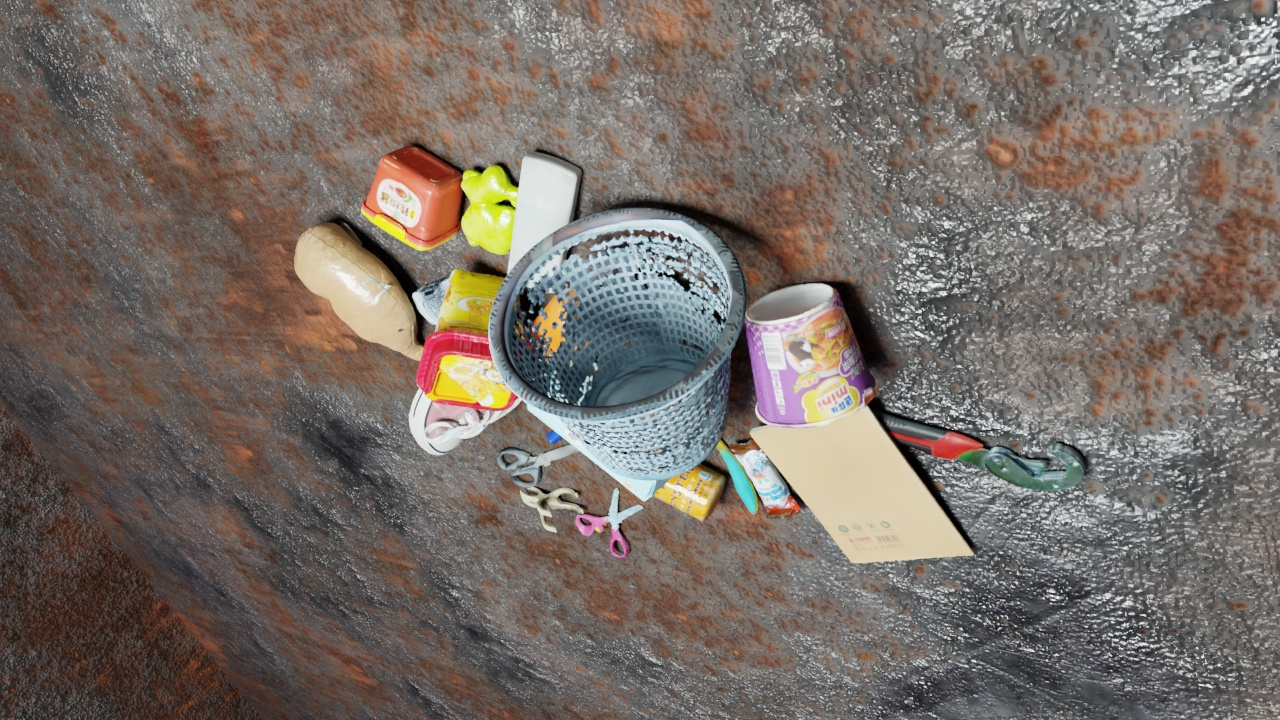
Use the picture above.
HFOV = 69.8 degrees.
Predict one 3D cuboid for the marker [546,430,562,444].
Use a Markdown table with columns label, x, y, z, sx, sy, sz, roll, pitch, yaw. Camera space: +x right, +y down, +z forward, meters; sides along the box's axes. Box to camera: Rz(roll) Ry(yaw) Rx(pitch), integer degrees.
| label | x | y | z | sx | sy | sz | roll | pitch | yaw |
| --- | --- | --- | --- | --- | --- | --- | --- | --- | --- |
| marker | -0.074 | 0.068 | 1.103 | 0.017 | 0.016 | 0.146 | 45 | 139 | -6 |

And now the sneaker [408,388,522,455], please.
| label | x | y | z | sx | sy | sz | roll | pitch | yaw |
| --- | --- | --- | --- | --- | --- | --- | --- | --- | --- |
| sneaker | -0.219 | 0.055 | 1.137 | 0.088 | 0.118 | 0.242 | 49 | 137 | 21 |

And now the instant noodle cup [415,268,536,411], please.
| label | x | y | z | sx | sy | sz | roll | pitch | yaw |
| --- | --- | --- | --- | --- | --- | --- | --- | --- | --- |
| instant noodle cup | -0.177 | -0.025 | 1.000 | 0.116 | 0.123 | 0.116 | 9 | 141 | -17 |

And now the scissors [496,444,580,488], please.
| label | x | y | z | sx | sy | sz | roll | pitch | yaw |
| --- | --- | --- | --- | --- | --- | --- | --- | --- | --- |
| scissors | -0.119 | 0.135 | 1.203 | 0.175 | 0.014 | 0.133 | 11 | 131 | 26 |

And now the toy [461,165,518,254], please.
| label | x | y | z | sx | sy | sz | roll | pitch | yaw |
| --- | --- | --- | --- | --- | --- | --- | --- | --- | --- |
| toy | -0.153 | -0.152 | 0.953 | 0.097 | 0.031 | 0.100 | -2 | 125 | 33 |

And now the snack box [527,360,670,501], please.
| label | x | y | z | sx | sy | sz | roll | pitch | yaw |
| --- | --- | --- | --- | --- | --- | --- | --- | --- | --- |
| snack box | -0.034 | 0.069 | 0.998 | 0.175 | 0.074 | 0.052 | 37 | 140 | 13 |

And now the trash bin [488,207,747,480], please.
| label | x | y | z | sx | sy | sz | roll | pitch | yaw |
| --- | --- | --- | --- | --- | --- | --- | --- | --- | --- |
| trash bin | -0.004 | 0.005 | 0.858 | 0.227 | 0.226 | 0.195 | 17 | 152 | 24 |

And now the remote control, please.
| label | x | y | z | sx | sy | sz | roll | pitch | yaw |
| --- | --- | --- | --- | --- | --- | --- | --- | --- | --- |
| remote control | -0.098 | -0.136 | 0.921 | 0.058 | 0.021 | 0.150 | 21 | 131 | 6 |

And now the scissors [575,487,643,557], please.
| label | x | y | z | sx | sy | sz | roll | pitch | yaw |
| --- | --- | --- | --- | --- | --- | --- | --- | --- | --- |
| scissors | -0.031 | 0.217 | 1.206 | 0.108 | 0.017 | 0.136 | 50 | 135 | -7 |

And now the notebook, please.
| label | x | y | z | sx | sy | sz | roll | pitch | yaw |
| --- | --- | --- | --- | --- | --- | --- | --- | --- | --- |
| notebook | 0.222 | 0.132 | 0.931 | 0.148 | 0.008 | 0.207 | -18 | 118 | 46 |

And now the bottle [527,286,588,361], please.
| label | x | y | z | sx | sy | sz | roll | pitch | yaw |
| --- | --- | --- | --- | --- | --- | --- | --- | --- | --- |
| bottle | -0.091 | -0.031 | 0.997 | 0.067 | 0.066 | 0.150 | 48 | 146 | -9 |

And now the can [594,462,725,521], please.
| label | x | y | z | sx | sy | sz | roll | pitch | yaw |
| --- | --- | --- | --- | --- | --- | --- | --- | --- | --- |
| can | 0.023 | 0.127 | 1.051 | 0.146 | 0.058 | 0.058 | 26 | 137 | 16 |

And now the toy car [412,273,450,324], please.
| label | x | y | z | sx | sy | sz | roll | pitch | yaw |
| --- | --- | --- | --- | --- | --- | --- | --- | --- | --- |
| toy car | -0.234 | -0.070 | 1.087 | 0.106 | 0.031 | 0.049 | -13 | 115 | 45 |

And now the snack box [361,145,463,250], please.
| label | x | y | z | sx | sy | sz | roll | pitch | yaw |
| --- | --- | --- | --- | --- | --- | --- | --- | --- | --- |
| snack box | -0.234 | -0.173 | 0.965 | 0.091 | 0.081 | 0.080 | 31 | 125 | 9 |

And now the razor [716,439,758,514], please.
| label | x | y | z | sx | sy | sz | roll | pitch | yaw |
| --- | --- | --- | --- | --- | --- | --- | --- | --- | --- |
| razor | 0.094 | 0.114 | 1.009 | 0.043 | 0.028 | 0.132 | -22 | 108 | 47 |

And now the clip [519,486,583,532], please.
| label | x | y | z | sx | sy | sz | roll | pitch | yaw |
| --- | --- | --- | --- | --- | --- | --- | --- | --- | --- |
| clip | -0.130 | 0.197 | 1.222 | 0.102 | 0.094 | 0.035 | -1 | 120 | 25 |

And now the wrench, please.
| label | x | y | z | sx | sy | sz | roll | pitch | yaw |
| --- | --- | --- | --- | --- | --- | --- | --- | --- | --- |
| wrench | 0.264 | 0.069 | 0.852 | 0.274 | 0.016 | 0.056 | 15 | 134 | 26 |

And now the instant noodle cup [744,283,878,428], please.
| label | x | y | z | sx | sy | sz | roll | pitch | yaw |
| --- | --- | --- | --- | --- | --- | --- | --- | --- | --- |
| instant noodle cup | 0.144 | -0.009 | 0.812 | 0.112 | 0.111 | 0.099 | -2 | 115 | 38 |

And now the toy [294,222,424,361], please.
| label | x | y | z | sx | sy | sz | roll | pitch | yaw |
| --- | --- | --- | --- | --- | --- | --- | --- | --- | --- |
| toy | -0.330 | -0.072 | 1.125 | 0.226 | 0.082 | 0.144 | 46 | 159 | -11 |

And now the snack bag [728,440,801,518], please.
| label | x | y | z | sx | sy | sz | roll | pitch | yaw |
| --- | --- | --- | --- | --- | --- | --- | --- | --- | --- |
| snack bag | 0.136 | 0.128 | 0.993 | 0.045 | 0.026 | 0.105 | -12 | 116 | 45 |
